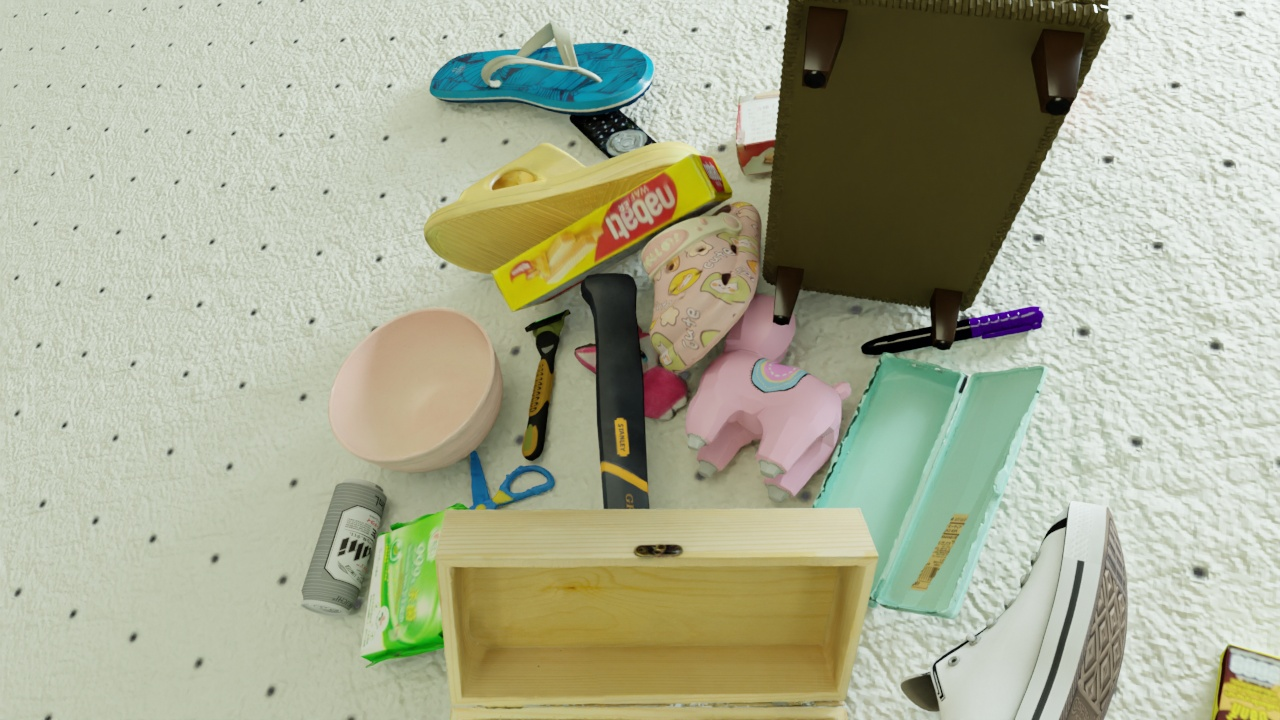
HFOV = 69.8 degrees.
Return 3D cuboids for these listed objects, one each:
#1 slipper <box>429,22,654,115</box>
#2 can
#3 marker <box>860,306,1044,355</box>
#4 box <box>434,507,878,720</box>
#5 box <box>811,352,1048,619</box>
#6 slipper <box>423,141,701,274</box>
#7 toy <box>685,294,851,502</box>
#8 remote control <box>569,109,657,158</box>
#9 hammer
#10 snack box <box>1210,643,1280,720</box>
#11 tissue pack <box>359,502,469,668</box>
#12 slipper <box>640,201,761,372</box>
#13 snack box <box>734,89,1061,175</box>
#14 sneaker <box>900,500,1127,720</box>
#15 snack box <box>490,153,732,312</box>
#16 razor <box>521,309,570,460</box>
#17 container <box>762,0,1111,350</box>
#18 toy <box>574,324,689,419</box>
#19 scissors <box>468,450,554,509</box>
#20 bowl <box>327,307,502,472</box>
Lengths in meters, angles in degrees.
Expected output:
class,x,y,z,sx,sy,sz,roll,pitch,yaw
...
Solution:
class,x,y,z,sx,sy,sz,roll,pitch,yaw
slipper,-0.114,-0.321,0.987,0.295,0.060,0.118,11,50,30
can,-0.243,0.153,0.755,0.044,0.044,0.106,-2,59,20
marker,0.236,-0.020,0.697,0.134,0.015,0.018,-12,53,14
box,0.007,0.208,0.547,0.247,0.119,0.252,1,83,-2
box,0.191,0.081,0.629,0.138,0.055,0.186,10,63,44
slipper,-0.069,-0.151,0.849,0.263,0.099,0.078,-14,53,7
toy,0.097,0.020,0.696,0.123,0.067,0.157,16,62,27
remote control,-0.018,-0.218,0.916,0.045,0.021,0.140,-33,52,-10
hammer,-0.019,0.074,0.680,0.139,0.035,0.312,-2,65,-7
snack box,0.336,0.234,0.491,0.061,0.026,0.148,12,64,28
tissue pack,-0.169,0.171,0.700,0.100,0.034,0.113,-24,52,33
slipper,0.044,-0.077,0.730,0.093,0.081,0.196,-41,18,39
snack box,0.222,-0.219,0.813,0.273,0.044,0.076,-5,52,17
sneaker,0.210,0.191,0.538,0.097,0.091,0.245,11,65,43
snack box,-0.023,-0.107,0.778,0.201,0.092,0.042,-27,92,19
razor,-0.086,0.021,0.792,0.044,0.021,0.143,-18,51,32
container,0.175,-0.165,0.608,0.176,0.321,0.204,9,64,9
toy,-0.004,0.004,0.757,0.065,0.050,0.102,-38,59,-11
scissors,-0.127,0.126,0.749,0.125,0.013,0.126,-19,51,7
bowl,-0.180,0.036,0.785,0.153,0.076,0.152,-9,56,14
